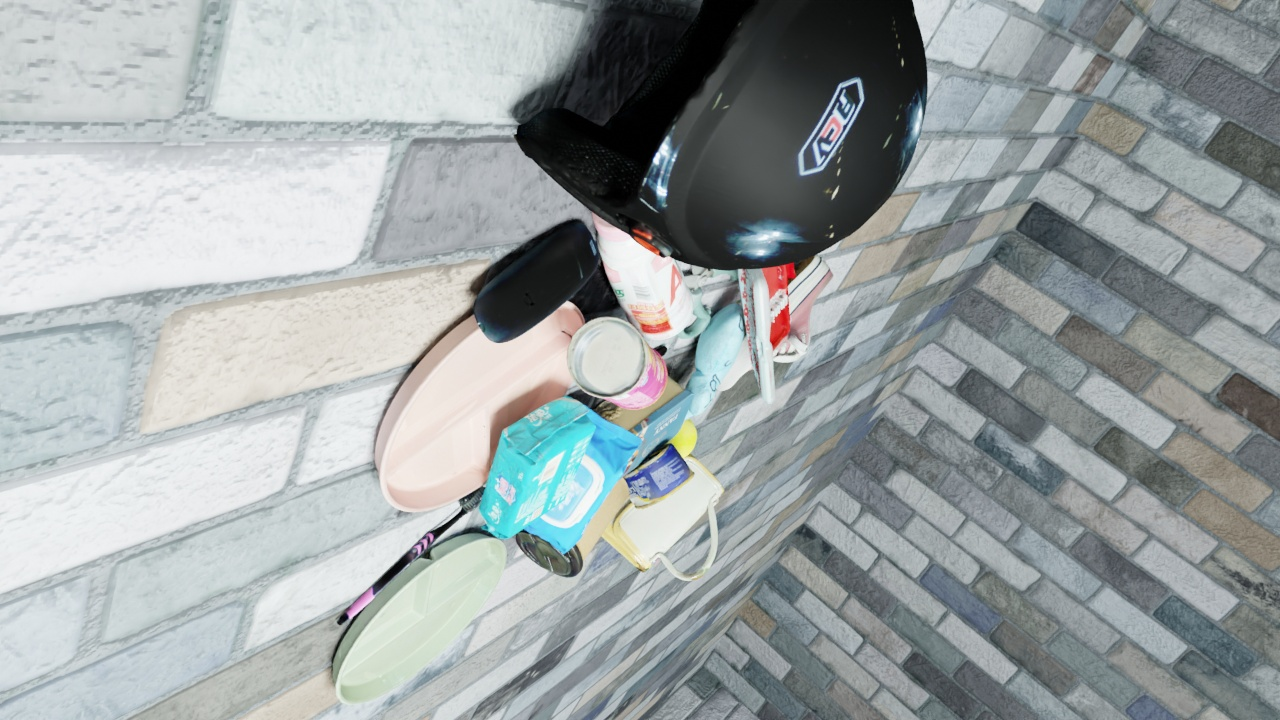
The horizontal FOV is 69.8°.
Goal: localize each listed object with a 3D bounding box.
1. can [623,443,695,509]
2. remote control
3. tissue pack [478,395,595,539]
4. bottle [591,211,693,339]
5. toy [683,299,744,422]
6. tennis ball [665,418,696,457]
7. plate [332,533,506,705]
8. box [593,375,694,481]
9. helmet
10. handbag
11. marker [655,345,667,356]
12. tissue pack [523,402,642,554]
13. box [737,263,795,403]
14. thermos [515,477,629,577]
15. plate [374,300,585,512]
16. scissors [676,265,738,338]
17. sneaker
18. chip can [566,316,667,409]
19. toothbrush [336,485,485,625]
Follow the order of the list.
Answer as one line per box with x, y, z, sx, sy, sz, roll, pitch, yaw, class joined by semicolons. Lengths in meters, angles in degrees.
0.017;0.146;1.151;0.074;0.049;0.148;-35;178;-18;can
-0.074;-0.063;0.718;0.136;0.024;0.053;-45;122;-35;remote control
-0.100;0.103;0.870;0.093;0.050;0.134;-30;152;-47;tissue pack
0.000;-0.085;0.823;0.068;0.068;0.197;-47;155;-9;bottle
0.089;-0.003;1.133;0.162;0.050;0.156;129;-20;-70;toy
0.042;0.101;1.220;0.065;0.065;0.066;-42;158;-22;tennis ball
-0.238;0.275;0.992;0.229;0.027;0.231;-41;157;-22;plate
-0.014;0.081;1.077;0.183;0.063;0.090;-33;154;-35;box
0.071;-0.170;0.591;0.234;0.230;0.274;-56;-162;13;helmet
0.040;0.207;1.238;0.163;0.179;0.063;-42;153;-17;handbag
-0.006;0.006;1.034;0.123;0.015;0.018;-29;152;-50;marker
-0.075;0.123;0.967;0.157;0.095;0.052;-56;-179;13;tissue pack
0.140;-0.065;1.052;0.201;0.064;0.159;76;24;-47;box
-0.078;0.190;1.102;0.142;0.093;0.093;-45;160;-38;thermos
-0.136;0.035;0.792;0.229;0.028;0.230;-41;158;-22;plate
0.085;-0.098;1.040;0.171;0.019;0.177;-45;158;-12;scissors
0.186;-0.036;1.222;0.240;0.088;0.118;-46;-172;-19;sneaker
-0.017;0.006;0.866;0.071;0.071;0.210;-50;172;-1;chip can
-0.222;0.188;0.898;0.189;0.014;0.018;-43;148;-19;toothbrush
